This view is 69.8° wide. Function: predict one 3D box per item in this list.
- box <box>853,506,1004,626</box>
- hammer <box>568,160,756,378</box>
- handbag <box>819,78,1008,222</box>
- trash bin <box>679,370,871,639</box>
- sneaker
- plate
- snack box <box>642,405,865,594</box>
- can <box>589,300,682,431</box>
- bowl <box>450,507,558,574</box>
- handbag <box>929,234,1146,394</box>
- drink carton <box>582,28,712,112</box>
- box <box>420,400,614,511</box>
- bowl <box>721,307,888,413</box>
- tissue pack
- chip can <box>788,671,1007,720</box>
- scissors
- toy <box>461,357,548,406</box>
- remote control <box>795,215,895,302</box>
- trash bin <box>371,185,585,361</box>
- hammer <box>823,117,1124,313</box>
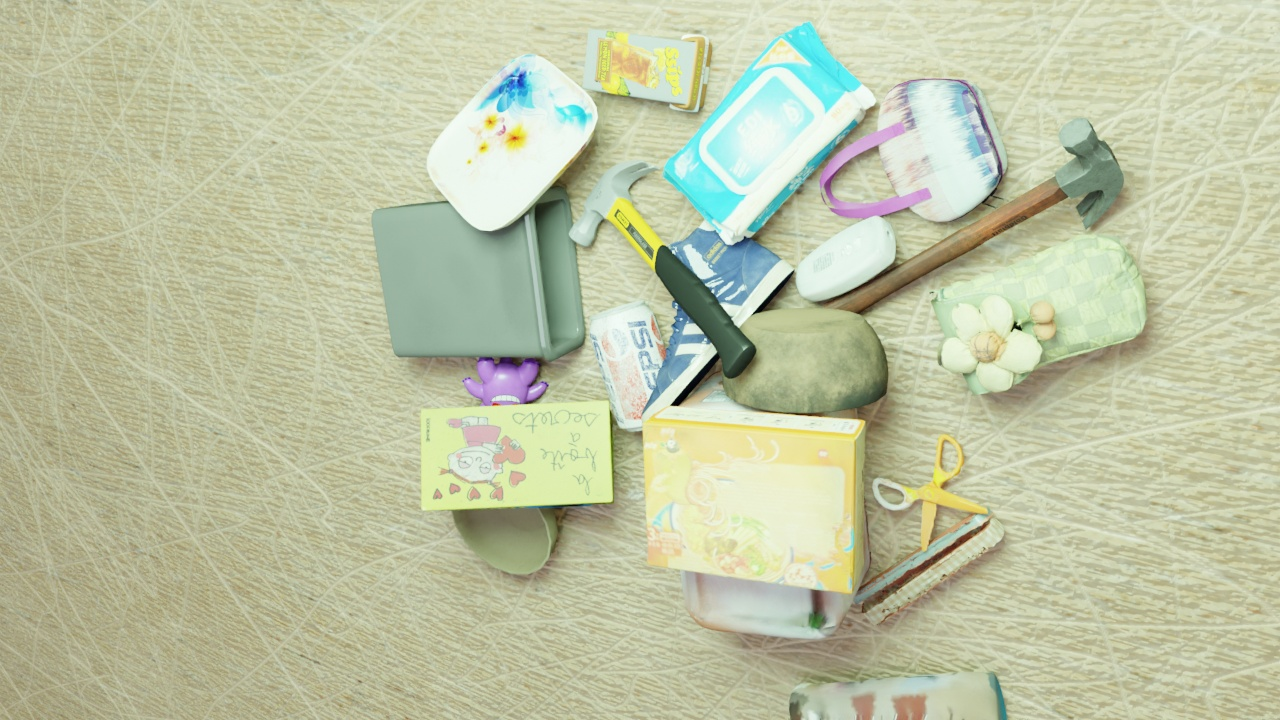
[{"bbox_3d":[0.310,0.225,0.986,0.187,0.060,0.057,-45,41,27],"label":"box"},{"bbox_3d":[0.025,-0.098,0.934,0.127,0.029,0.323,-57,44,22],"label":"hammer"},{"bbox_3d":[0.256,-0.190,0.889,0.170,0.067,0.144,-19,101,33],"label":"handbag"},{"bbox_3d":[0.136,0.153,0.980,0.182,0.157,0.260,-2,104,24],"label":"trash bin"},{"bbox_3d":[0.042,-0.048,0.979,0.118,0.091,0.233,42,97,9],"label":"sneaker"},{"bbox_3d":[-0.141,-0.238,1.006,0.187,0.016,0.187,-46,54,5],"label":"plate"},{"bbox_3d":[0.107,0.123,0.851,0.195,0.080,0.145,3,104,22],"label":"snack box"},{"bbox_3d":[-0.006,0.006,1.044,0.078,0.078,0.136,-14,98,26],"label":"can"},{"bbox_3d":[-0.167,0.196,1.174,0.152,0.050,0.152,13,120,23],"label":"bowl"},{"bbox_3d":[0.363,-0.041,0.848,0.187,0.116,0.113,-24,94,29],"label":"handbag"},{"bbox_3d":[0.008,-0.309,0.967,0.125,0.048,0.076,15,110,19],"label":"drink carton"},{"bbox_3d":[-0.139,0.113,1.074,0.221,0.082,0.124,-1,80,4],"label":"box"},{"bbox_3d":[0.161,-0.006,0.903,0.162,0.161,0.070,3,106,23],"label":"bowl"},{"bbox_3d":[0.127,-0.226,0.919,0.210,0.066,0.117,-45,81,16],"label":"tissue pack"},{"bbox_3d":[0.284,0.393,1.028,0.230,0.079,0.080,-15,98,26],"label":"chip can"},{"bbox_3d":[0.303,0.138,0.966,0.130,0.011,0.125,6,87,40],"label":"scissors"},{"bbox_3d":[-0.168,0.034,1.135,0.106,0.056,0.088,3,107,-14],"label":"toy"},{"bbox_3d":[0.206,-0.100,0.927,0.115,0.028,0.060,-33,46,42],"label":"remote control"},{"bbox_3d":[-0.191,-0.099,1.086,0.220,0.097,0.192,0,104,25],"label":"trash bin"},{"bbox_3d":[0.306,-0.112,0.879,0.302,0.111,0.028,-31,47,36],"label":"hammer"}]
